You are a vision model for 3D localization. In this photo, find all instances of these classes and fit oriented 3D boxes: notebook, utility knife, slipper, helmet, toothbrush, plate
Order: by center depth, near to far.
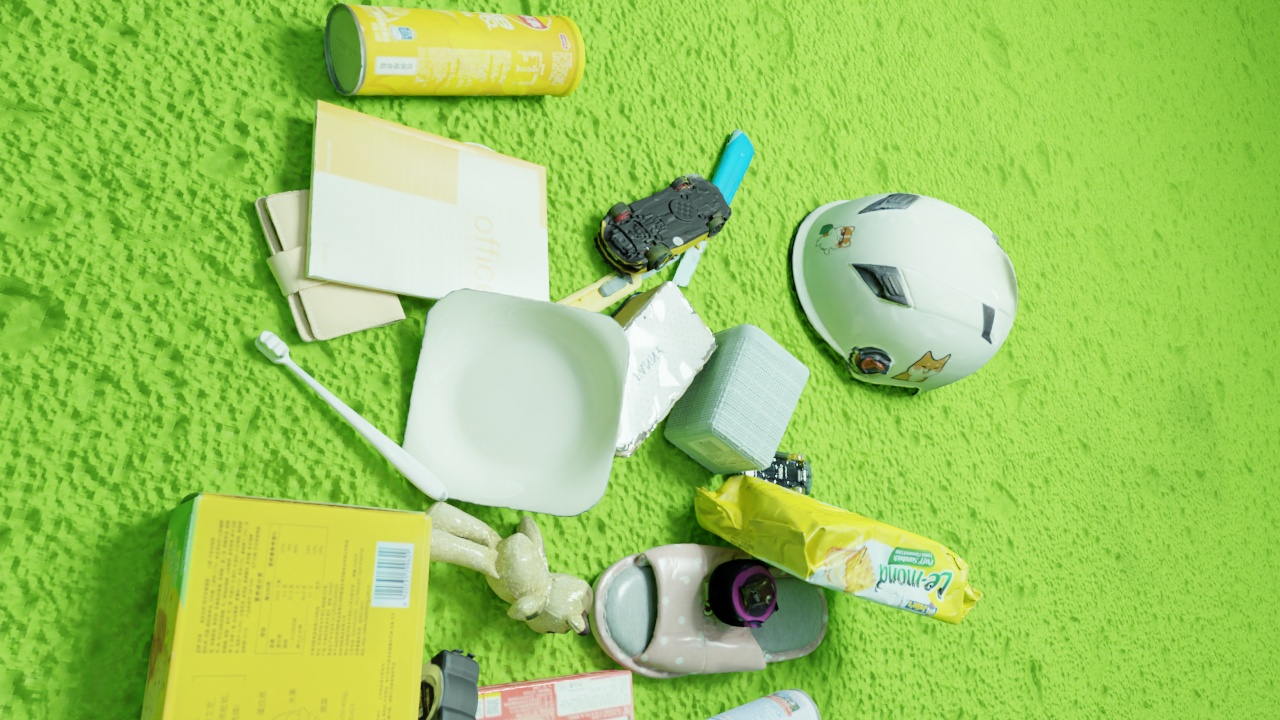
[{"bbox_3d":[-0.208,0.043,0.672,0.180,0.016,0.016,45,57,-13],"label":"toothbrush"},{"bbox_3d":[-0.096,0.034,0.720,0.163,0.034,0.164,10,85,0],"label":"plate"},{"bbox_3d":[-0.163,-0.116,0.741,0.206,0.010,0.145,9,71,-37],"label":"notebook"},{"bbox_3d":[0.076,0.225,0.821,0.274,0.055,0.114,13,70,-34],"label":"slipper"},{"bbox_3d":[-0.031,-0.067,0.852,0.215,0.022,0.031,-34,101,-43],"label":"utility knife"},{"bbox_3d":[0.075,-0.157,0.949,0.034,0.018,0.218,40,56,-24],"label":"utility knife"},{"bbox_3d":[0.317,-0.087,1.025,0.274,0.157,0.229,27,62,-28],"label":"helmet"}]

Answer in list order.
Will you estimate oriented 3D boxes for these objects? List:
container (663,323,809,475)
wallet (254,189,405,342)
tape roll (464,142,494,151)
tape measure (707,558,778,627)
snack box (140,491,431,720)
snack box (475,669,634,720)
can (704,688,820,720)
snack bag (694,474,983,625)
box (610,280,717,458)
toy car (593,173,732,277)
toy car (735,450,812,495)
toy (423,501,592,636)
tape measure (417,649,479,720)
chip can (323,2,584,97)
[{"bbox_3d":[0.088,0.041,0.861,0.090,0.090,0.111,36,61,-24],"label":"container"},{"bbox_3d":[-0.235,-0.075,0.691,0.087,0.024,0.115,-20,91,-38],"label":"wallet"},{"bbox_3d":[-0.141,-0.144,0.786,0.085,0.014,0.085,11,71,-35],"label":"tape roll"},{"bbox_3d":[0.088,0.197,0.777,0.057,0.039,0.057,-12,84,-36],"label":"tape measure"},{"bbox_3d":[-0.227,0.198,0.590,0.157,0.070,0.209,12,71,-34],"label":"snack box"},{"bbox_3d":[-0.072,0.286,0.710,0.152,0.026,0.075,6,75,-36],"label":"snack box"},{"bbox_3d":[0.096,0.331,0.807,0.134,0.053,0.053,-4,80,-38],"label":"can"},{"bbox_3d":[0.178,0.168,0.837,0.246,0.158,0.068,23,85,-34],"label":"snack bag"},{"bbox_3d":[-0.005,0.005,0.820,0.090,0.062,0.183,53,51,-13],"label":"box"},{"bbox_3d":[0.026,-0.130,0.884,0.155,0.041,0.071,-33,76,-36],"label":"toy car"},{"bbox_3d":[0.130,0.111,0.905,0.091,0.036,0.043,15,70,-34],"label":"toy car"},{"bbox_3d":[-0.105,0.162,0.704,0.157,0.066,0.105,35,17,-20],"label":"toy"},{"bbox_3d":[-0.143,0.245,0.643,0.033,0.066,0.065,33,33,-29],"label":"tape measure"},{"bbox_3d":[-0.151,-0.258,0.775,0.212,0.072,0.072,-14,86,-38],"label":"chip can"}]
